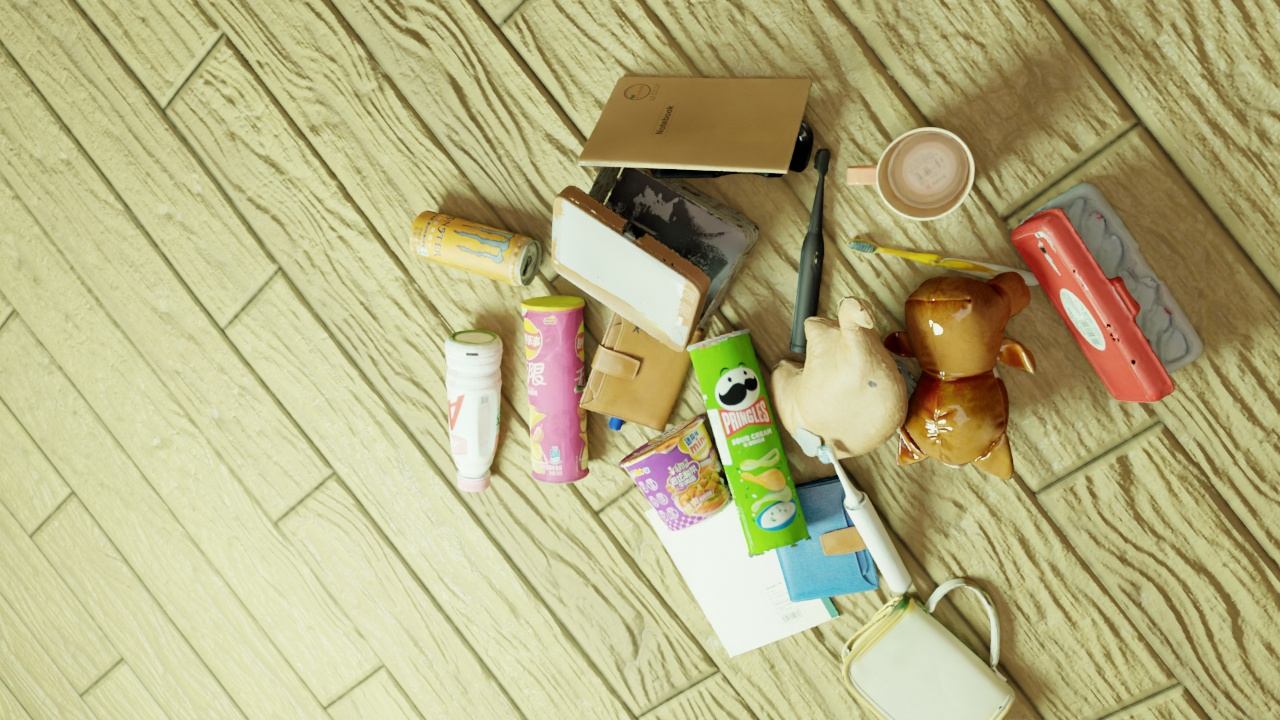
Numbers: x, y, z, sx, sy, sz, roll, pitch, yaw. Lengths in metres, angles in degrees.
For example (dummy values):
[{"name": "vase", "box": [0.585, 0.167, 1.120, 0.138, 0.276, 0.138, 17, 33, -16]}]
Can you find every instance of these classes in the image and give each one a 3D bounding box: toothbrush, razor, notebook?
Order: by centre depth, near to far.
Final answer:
[{"name": "notebook", "box": [0.056, -0.238, 0.915, 0.208, 0.147, 0.008, 6, 141, 17]}, {"name": "toothbrush", "box": [0.302, -0.099, 0.922, 0.191, 0.018, 0.016, 14, 109, 15]}, {"name": "razor", "box": [0.088, -0.211, 0.924, 0.167, 0.062, 0.067, -7, 59, -3]}, {"name": "toothbrush", "box": [0.179, -0.113, 0.958, 0.026, 0.027, 0.213, -1, 105, -17]}, {"name": "toothbrush", "box": [0.236, 0.166, 0.961, 0.026, 0.026, 0.221, -17, 122, 27]}, {"name": "notebook", "box": [0.118, 0.236, 1.075, 0.151, 0.012, 0.209, -28, 94, 22]}]

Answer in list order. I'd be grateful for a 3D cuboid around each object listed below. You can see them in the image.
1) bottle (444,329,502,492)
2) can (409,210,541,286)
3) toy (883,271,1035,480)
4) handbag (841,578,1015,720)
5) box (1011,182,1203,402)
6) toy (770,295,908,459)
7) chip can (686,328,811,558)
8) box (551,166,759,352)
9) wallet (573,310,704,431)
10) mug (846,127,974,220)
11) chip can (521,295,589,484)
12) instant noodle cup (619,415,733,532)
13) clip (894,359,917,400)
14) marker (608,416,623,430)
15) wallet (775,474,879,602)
[{"name": "bottle", "box": [-0.202, 0.064, 1.114, 0.068, 0.068, 0.197, 10, 109, 16]}, {"name": "can", "box": [-0.192, -0.130, 1.063, 0.146, 0.058, 0.058, 16, 108, 14]}, {"name": "toy", "box": [0.312, 0.015, 0.899, 0.140, 0.130, 0.199, 3, 95, 48]}, {"name": "handbag", "box": [0.330, 0.328, 1.009, 0.163, 0.063, 0.179, 42, 98, 5]}, {"name": "box", "box": [0.444, -0.067, 0.859, 0.099, 0.095, 0.201, -33, 90, -4]}, {"name": "toy", "box": [0.205, 0.019, 0.901, 0.143, 0.082, 0.227, 42, 150, 12]}, {"name": "chip can", "box": [0.116, 0.087, 0.984, 0.072, 0.072, 0.236, -17, 87, 22]}, {"name": "box", "box": [0.000, -0.110, 0.942, 0.182, 0.168, 0.151, 32, 110, 8]}, {"name": "wallet", "box": [-0.006, 0.006, 1.031, 0.119, 0.035, 0.131, 15, 110, -15]}, {"name": "mug", "box": [0.255, -0.178, 0.870, 0.115, 0.105, 0.082, 0, 103, 19]}, {"name": "chip can", "box": [-0.097, 0.034, 1.065, 0.071, 0.071, 0.211, 3, 105, 18]}, {"name": "instant noodle cup", "box": [0.046, 0.129, 1.017, 0.112, 0.111, 0.099, -27, 92, 23]}, {"name": "clip", "box": [0.280, 0.026, 0.961, 0.024, 0.028, 0.057, -37, 99, 25]}, {"name": "marker", "box": [-0.008, 0.015, 1.059, 0.017, 0.016, 0.146, 24, 110, 12]}, {"name": "wallet", "box": [0.199, 0.200, 1.020, 0.106, 0.040, 0.133, -14, 98, 19]}]
